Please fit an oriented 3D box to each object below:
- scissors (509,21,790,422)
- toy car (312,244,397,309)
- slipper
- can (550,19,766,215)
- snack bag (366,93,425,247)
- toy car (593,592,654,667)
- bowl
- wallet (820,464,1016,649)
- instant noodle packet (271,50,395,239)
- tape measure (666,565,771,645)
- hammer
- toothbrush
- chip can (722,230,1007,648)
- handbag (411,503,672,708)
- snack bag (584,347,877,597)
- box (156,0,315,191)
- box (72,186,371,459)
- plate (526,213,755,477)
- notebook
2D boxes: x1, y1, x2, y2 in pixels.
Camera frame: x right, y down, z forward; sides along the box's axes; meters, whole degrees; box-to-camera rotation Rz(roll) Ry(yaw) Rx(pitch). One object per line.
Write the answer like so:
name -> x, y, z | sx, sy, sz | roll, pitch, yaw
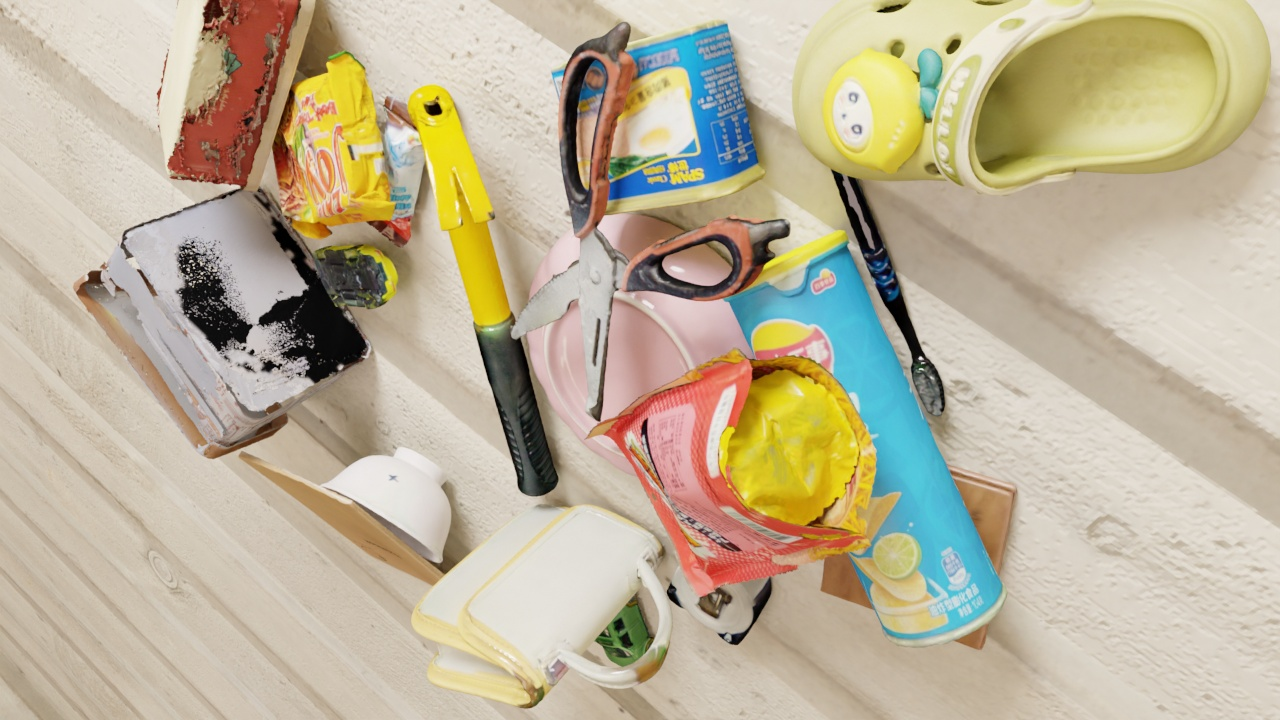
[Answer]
scissors -> -0.016, -0.062, 0.487 | 0.226, 0.015, 0.189 | -15, 99, 45
toy car -> -0.221, -0.068, 0.715 | 0.105, 0.032, 0.048 | 6, 120, 48
slipper -> 0.145, -0.112, 0.378 | 0.191, 0.081, 0.092 | 8, 118, 31
can -> 0.008, -0.128, 0.489 | 0.102, 0.057, 0.083 | -1, 113, 38
snack bag -> -0.170, -0.131, 0.642 | 0.048, 0.026, 0.104 | 35, 132, 4
toy car -> -0.021, 0.207, 0.727 | 0.043, 0.036, 0.091 | -5, 116, 38
bowl -> -0.202, 0.113, 0.775 | 0.118, 0.064, 0.118 | 25, 156, 12
wallet -> 0.160, 0.107, 0.541 | 0.101, 0.020, 0.115 | 15, 121, 29
instant noodle packet -> -0.217, -0.144, 0.637 | 0.129, 0.044, 0.111 | 0, 105, 49
tape measure -> 0.056, 0.156, 0.638 | 0.066, 0.033, 0.066 | 30, 131, 17
hammer -> -0.100, -0.027, 0.621 | 0.128, 0.033, 0.301 | -118, 15, -55
toothbrush -> 0.121, -0.054, 0.474 | 0.014, 0.016, 0.189 | -18, 103, 31
chip can -> 0.118, 0.041, 0.483 | 0.071, 0.071, 0.210 | -22, 96, 43
handbag -> -0.049, 0.164, 0.634 | 0.179, 0.162, 0.063 | 2, 116, 35
snack bag -> 0.039, 0.066, 0.496 | 0.128, 0.073, 0.208 | 54, 155, 3
box -> -0.285, -0.203, 0.617 | 0.169, 0.078, 0.091 | -54, 49, 36
box -> -0.357, -0.017, 0.770 | 0.167, 0.149, 0.182 | -27, 98, 46
plate -> -0.003, 0.003, 0.587 | 0.193, 0.038, 0.193 | 19, 126, 28
notebook -> -0.245, 0.152, 0.812 | 0.148, 0.008, 0.208 | 15, 152, 32
